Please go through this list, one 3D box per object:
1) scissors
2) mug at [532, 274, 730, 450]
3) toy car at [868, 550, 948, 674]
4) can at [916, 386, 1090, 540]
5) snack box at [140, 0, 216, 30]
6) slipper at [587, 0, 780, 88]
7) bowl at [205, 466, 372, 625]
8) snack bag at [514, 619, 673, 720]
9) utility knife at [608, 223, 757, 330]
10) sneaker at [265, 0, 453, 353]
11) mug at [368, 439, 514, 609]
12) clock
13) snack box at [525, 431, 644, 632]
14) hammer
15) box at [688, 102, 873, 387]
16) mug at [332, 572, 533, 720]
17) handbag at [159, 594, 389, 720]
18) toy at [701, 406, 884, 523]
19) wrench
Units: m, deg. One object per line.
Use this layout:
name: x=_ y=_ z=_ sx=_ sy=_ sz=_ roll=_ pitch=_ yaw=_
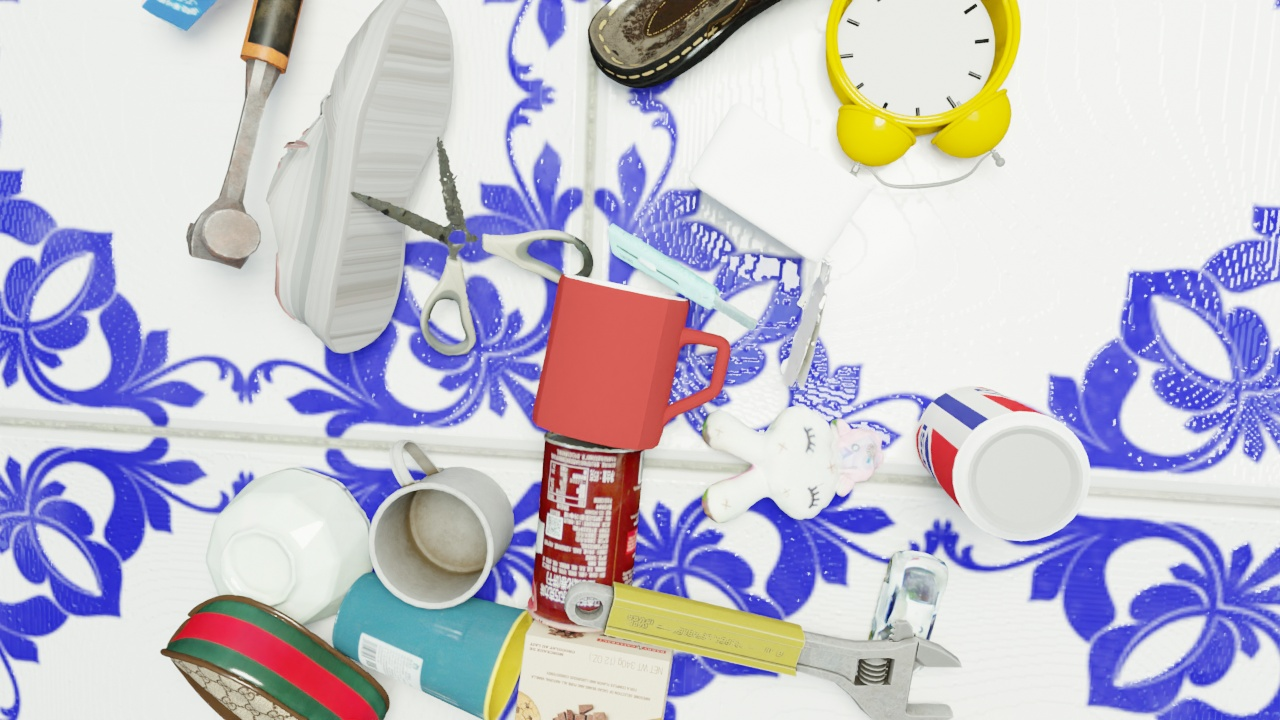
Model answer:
scissors: x=-0.106 y=-0.068 z=0.596 sx=0.157 sy=0.012 sz=0.171 roll=-2 pitch=132 yaw=-19
mug: x=-0.003 y=0.003 z=0.593 sx=0.116 sy=0.080 sz=0.096 roll=13 pitch=97 yaw=9
toy car: x=0.179 y=0.172 z=0.615 sx=0.039 sy=0.027 sz=0.090 roll=12 pitch=97 yaw=4
can: x=0.209 y=0.056 z=0.546 sx=0.070 sy=0.132 sz=0.070 roll=1 pitch=96 yaw=7
snack box: x=-0.258 y=-0.288 z=0.579 sx=0.154 sy=0.033 sz=0.087 roll=-28 pitch=59 yaw=28
slipper: x=0.077 y=-0.263 z=0.544 sx=0.268 sy=0.075 sz=0.113 roll=-31 pitch=63 yaw=14
bowl: x=-0.255 y=0.139 z=0.650 sx=0.117 sy=0.061 sz=0.117 roll=1 pitch=95 yaw=7
snack bag: x=-0.038 y=0.281 z=0.632 sx=0.094 sy=0.069 sz=0.206 roll=9 pitch=97 yaw=6
utility knife: x=0.026 y=-0.052 z=0.582 sx=0.141 sy=0.015 sz=0.022 roll=35 pitch=141 yaw=39
sneaker: x=-0.195 y=-0.128 z=0.598 sx=0.089 sy=0.099 sz=0.236 roll=23 pitch=104 yaw=18
mug: x=-0.137 y=0.104 z=0.626 sx=0.084 sy=0.070 sz=0.113 roll=-18 pitch=93 yaw=8
clock: x=0.173 y=-0.183 z=0.570 sx=0.113 sy=0.052 sz=0.152 roll=-4 pitch=91 yaw=7
snack box: x=-0.036 y=0.111 z=0.614 sx=0.072 sy=0.072 sz=0.121 roll=6 pitch=96 yaw=6
hammer: x=-0.245 y=-0.214 z=0.607 sx=0.035 sy=0.138 sz=0.314 roll=14 pitch=84 yaw=-31
box: x=0.085 y=-0.062 z=0.568 sx=0.152 sy=0.107 sz=0.132 roll=34 pitch=104 yaw=-2
mug: x=-0.145 y=0.193 z=0.637 sx=0.121 sy=0.078 sz=0.078 roll=15 pitch=97 yaw=10
handbag: x=-0.254 y=0.236 z=0.642 sx=0.166 sy=0.063 sz=0.139 roll=43 pitch=135 yaw=-18
toy: x=0.099 y=0.067 z=0.610 sx=0.123 sy=0.038 sz=0.079 roll=-7 pitch=88 yaw=5
wrench: x=0.082 y=0.186 z=0.590 sx=0.273 sy=0.018 sz=0.084 roll=14 pitch=109 yaw=-9
